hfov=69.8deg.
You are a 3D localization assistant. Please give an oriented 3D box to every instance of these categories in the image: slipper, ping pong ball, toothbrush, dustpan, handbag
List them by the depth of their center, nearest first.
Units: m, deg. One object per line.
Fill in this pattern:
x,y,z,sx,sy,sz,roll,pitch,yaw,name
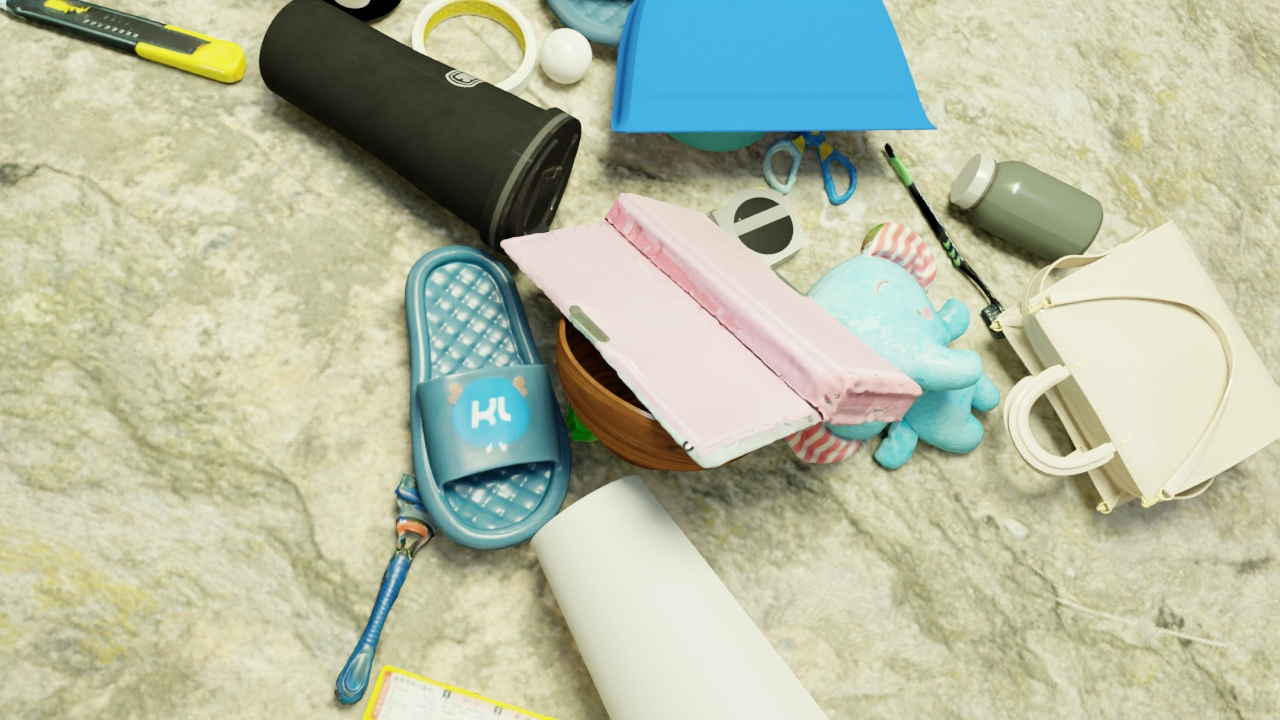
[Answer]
-0.099,0.016,0.600,0.103,0.059,0.213,-3,68,-26,slipper
0.347,0.017,0.678,0.197,0.101,0.194,-25,82,-19,handbag
0.086,-0.286,0.693,0.245,0.060,0.257,-4,83,-14,dustpan
-0.057,-0.234,0.705,0.040,0.040,0.040,4,71,-11,ping pong ball
-0.035,-0.345,0.738,0.103,0.059,0.213,-7,72,-12,slipper
0.246,-0.098,0.742,0.017,0.014,0.188,-28,80,-11,toothbrush

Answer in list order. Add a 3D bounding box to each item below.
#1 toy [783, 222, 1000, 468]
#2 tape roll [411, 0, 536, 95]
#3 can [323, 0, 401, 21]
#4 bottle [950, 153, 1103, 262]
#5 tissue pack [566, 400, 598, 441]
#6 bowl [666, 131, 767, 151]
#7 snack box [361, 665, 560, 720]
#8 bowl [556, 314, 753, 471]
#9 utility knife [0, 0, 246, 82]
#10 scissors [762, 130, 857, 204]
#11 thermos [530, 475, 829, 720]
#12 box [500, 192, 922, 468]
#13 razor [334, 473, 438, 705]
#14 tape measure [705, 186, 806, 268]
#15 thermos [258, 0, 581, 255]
0.189,0.007,0.652,0.180,0.115,0.183,30,81,-14,toy
-0.127,-0.238,0.703,0.094,0.019,0.094,4,71,-11,tape roll
-0.206,-0.312,0.642,0.080,0.146,0.080,4,71,-11,can
0.310,-0.124,0.740,0.108,0.060,0.060,25,69,-4,bottle
-0.004,0.004,0.643,0.099,0.034,0.113,7,71,-14,tissue pack
0.060,-0.231,0.727,0.121,0.046,0.121,4,71,-11,bowl
-0.095,0.242,0.549,0.152,0.025,0.075,20,69,-5,snack box
0.011,0.025,0.573,0.147,0.069,0.147,16,30,-10,bowl
-0.375,-0.235,0.649,0.186,0.020,0.028,14,68,-6,utility knife
0.130,-0.186,0.748,0.097,0.020,0.132,-6,75,-17,scissors
0.024,0.184,0.549,0.131,0.132,0.221,-28,72,-19,thermos
0.042,-0.034,0.572,0.179,0.051,0.233,-8,41,-39,box
-0.157,0.143,0.572,0.044,0.018,0.140,26,69,-15,razor
0.089,-0.100,0.706,0.065,0.017,0.064,-25,79,-19,tape measure
-0.151,-0.167,0.636,0.218,0.106,0.105,31,68,4,thermos
